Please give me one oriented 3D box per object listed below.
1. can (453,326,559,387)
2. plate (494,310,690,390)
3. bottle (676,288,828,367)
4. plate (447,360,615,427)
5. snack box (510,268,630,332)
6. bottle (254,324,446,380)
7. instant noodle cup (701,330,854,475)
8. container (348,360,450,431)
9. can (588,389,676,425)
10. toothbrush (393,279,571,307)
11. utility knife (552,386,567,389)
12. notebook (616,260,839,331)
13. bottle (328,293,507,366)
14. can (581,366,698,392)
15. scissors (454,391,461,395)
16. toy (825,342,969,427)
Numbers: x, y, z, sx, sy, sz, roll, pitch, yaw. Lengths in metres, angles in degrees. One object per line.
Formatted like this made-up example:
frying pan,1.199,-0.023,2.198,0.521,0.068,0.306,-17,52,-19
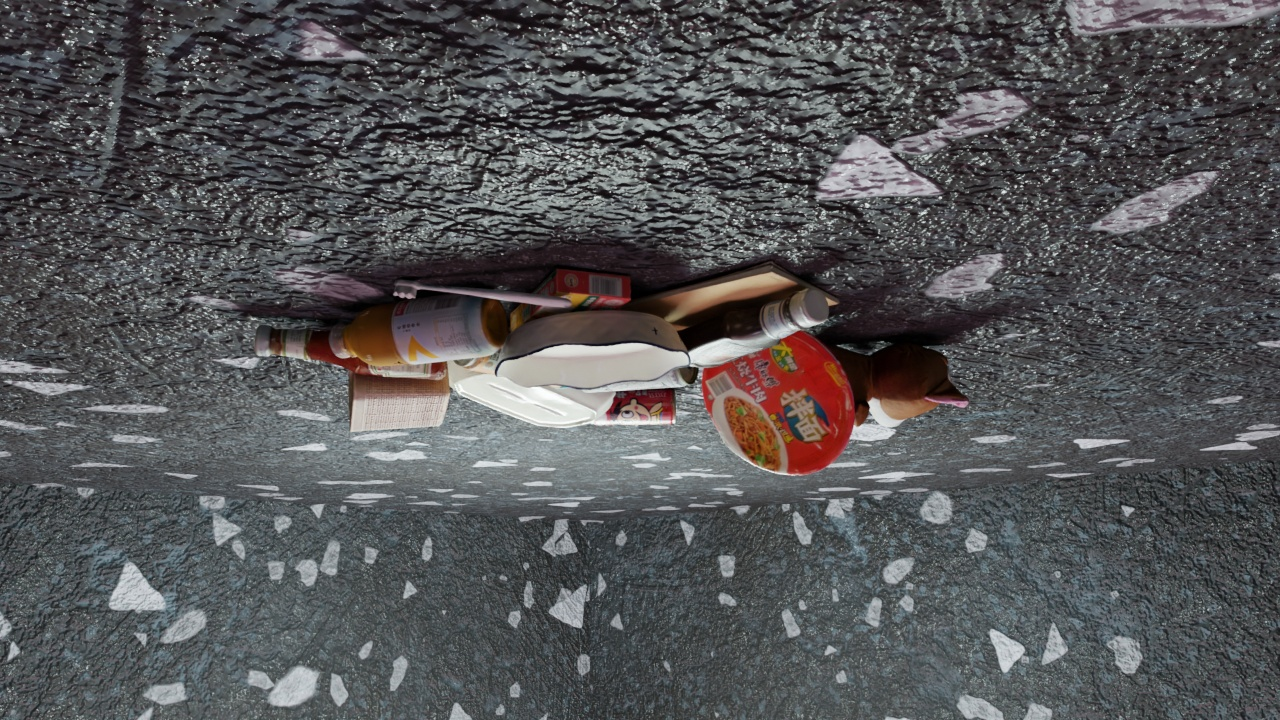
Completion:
can,-0.144,-0.008,1.058,0.058,0.058,0.145,-14,161,41
plate,-0.052,-0.010,0.976,0.205,0.045,0.205,-4,166,-1
bottle,0.117,-0.033,0.968,0.079,0.044,0.195,5,165,-34
plate,-0.149,0.041,1.219,0.162,0.034,0.265,-14,153,32
snack box,-0.075,-0.055,0.939,0.077,0.027,0.156,4,165,-23
bottle,-0.319,-0.014,1.025,0.206,0.059,0.060,5,165,-12
instant noodle cup,0.169,0.035,1.078,0.194,0.194,0.065,-12,-166,37
container,-0.291,0.029,1.102,0.110,0.089,0.090,1,144,-20
can,-0.014,0.070,1.377,0.133,0.053,0.053,0,166,-2
toothbrush,-0.152,-0.061,0.873,0.180,0.016,0.016,6,167,12
utility knife,-0.046,0.016,1.177,0.151,0.012,0.029,-13,143,-18
notebook,0.083,-0.058,0.974,0.212,0.012,0.149,-12,164,35
bottle,-0.232,-0.030,0.946,0.190,0.068,0.068,-6,165,19
can,-0.007,0.006,1.103,0.147,0.058,0.058,-4,166,29
scissors,-0.190,0.059,1.379,0.173,0.012,0.125,8,177,-42
toy,0.292,0.035,1.138,0.200,0.140,0.131,-10,126,6
